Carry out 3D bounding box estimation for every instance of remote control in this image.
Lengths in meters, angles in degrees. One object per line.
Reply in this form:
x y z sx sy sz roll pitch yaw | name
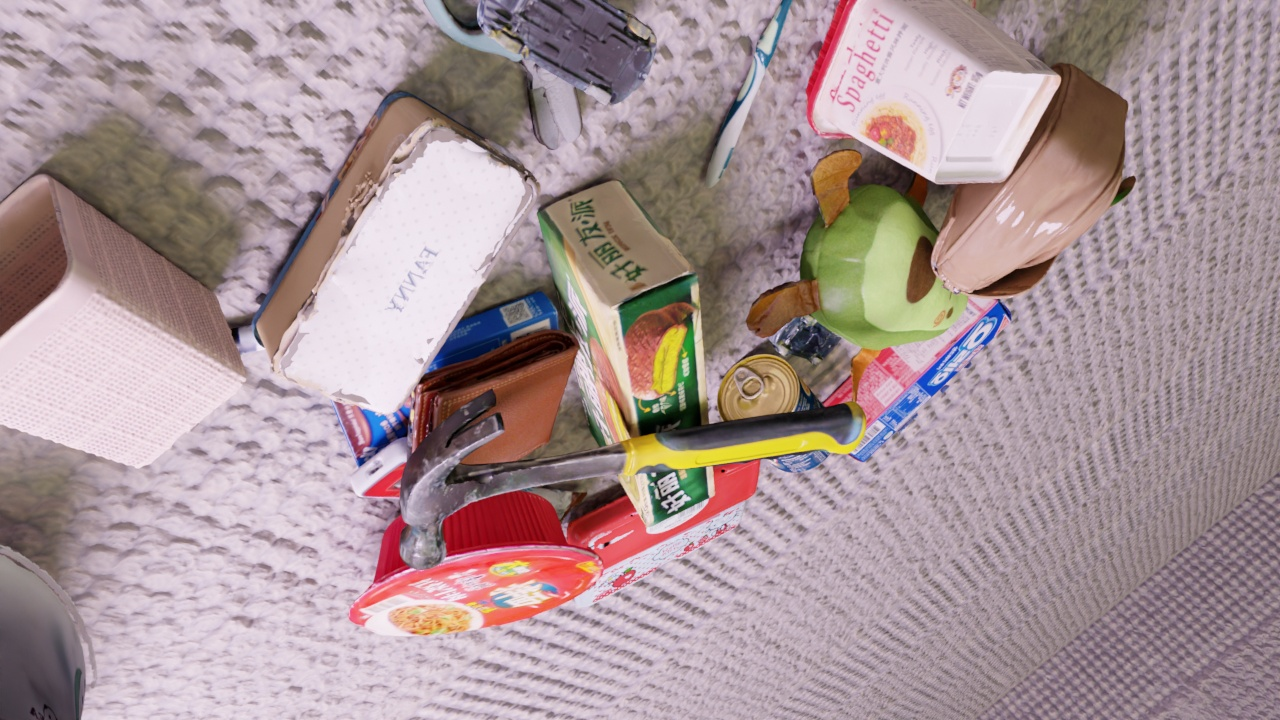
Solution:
-0.145 0.080 0.660 0.056 0.020 0.136 -37 158 15 | remote control

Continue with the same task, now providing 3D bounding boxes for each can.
0.125 0.051 0.825 0.075 0.075 0.111 -42 142 6 | can

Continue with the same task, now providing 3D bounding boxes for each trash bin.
-0.430 0.254 0.494 0.229 0.229 0.253 -3 136 -36 | trash bin

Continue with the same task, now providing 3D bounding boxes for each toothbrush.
0.075 -0.196 0.587 0.018 0.016 0.192 4 126 -28 | toothbrush

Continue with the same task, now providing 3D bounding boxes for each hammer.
0.009 0.060 0.596 0.322 0.032 0.126 -6 136 -23 | hammer

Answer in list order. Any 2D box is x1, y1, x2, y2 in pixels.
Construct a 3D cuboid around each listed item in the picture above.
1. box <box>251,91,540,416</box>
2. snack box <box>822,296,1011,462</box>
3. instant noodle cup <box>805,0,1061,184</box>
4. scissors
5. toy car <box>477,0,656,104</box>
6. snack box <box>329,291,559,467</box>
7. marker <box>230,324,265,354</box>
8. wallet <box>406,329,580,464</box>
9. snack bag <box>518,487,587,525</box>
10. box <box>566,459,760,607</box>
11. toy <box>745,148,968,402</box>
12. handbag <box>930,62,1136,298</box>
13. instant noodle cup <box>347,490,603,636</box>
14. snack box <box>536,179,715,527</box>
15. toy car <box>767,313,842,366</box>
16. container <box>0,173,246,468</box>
-0.141 -0.051 0.514 0.089 0.059 0.184 28 105 -42 | box
0.268 0.008 0.906 0.208 0.058 0.057 -47 141 12 | snack box
0.192 -0.181 0.604 0.116 0.124 0.117 -8 133 -32 | instant noodle cup
-0.045 -0.190 0.497 0.139 0.019 0.180 -33 140 -7 | scissors
-0.037 -0.173 0.480 0.105 0.031 0.049 17 118 -44 | toy car
-0.129 0.015 0.631 0.157 0.026 0.085 -22 141 -18 | snack box
-0.204 -0.018 0.548 0.130 0.018 0.023 -14 159 -27 | marker
-0.099 0.037 0.612 0.124 0.032 0.101 -24 143 -42 | wallet
-0.091 0.121 0.767 0.105 0.026 0.045 19 115 -47 | snack bag
0.024 0.162 0.889 0.200 0.038 0.158 -23 140 -19 | box
0.192 -0.072 0.736 0.246 0.090 0.227 8 102 -46 | toy
0.301 -0.134 0.697 0.203 0.100 0.148 -52 178 -46 | handbag
-0.129 0.154 0.708 0.193 0.065 0.194 -12 152 -7 | instant noodle cup
-0.004 0.004 0.646 0.063 0.114 0.240 -24 140 -13 | snack box
0.143 -0.024 0.797 0.090 0.034 0.043 14 117 -47 | toy car
-0.268 -0.012 0.450 0.090 0.090 0.111 -40 145 2 | container
